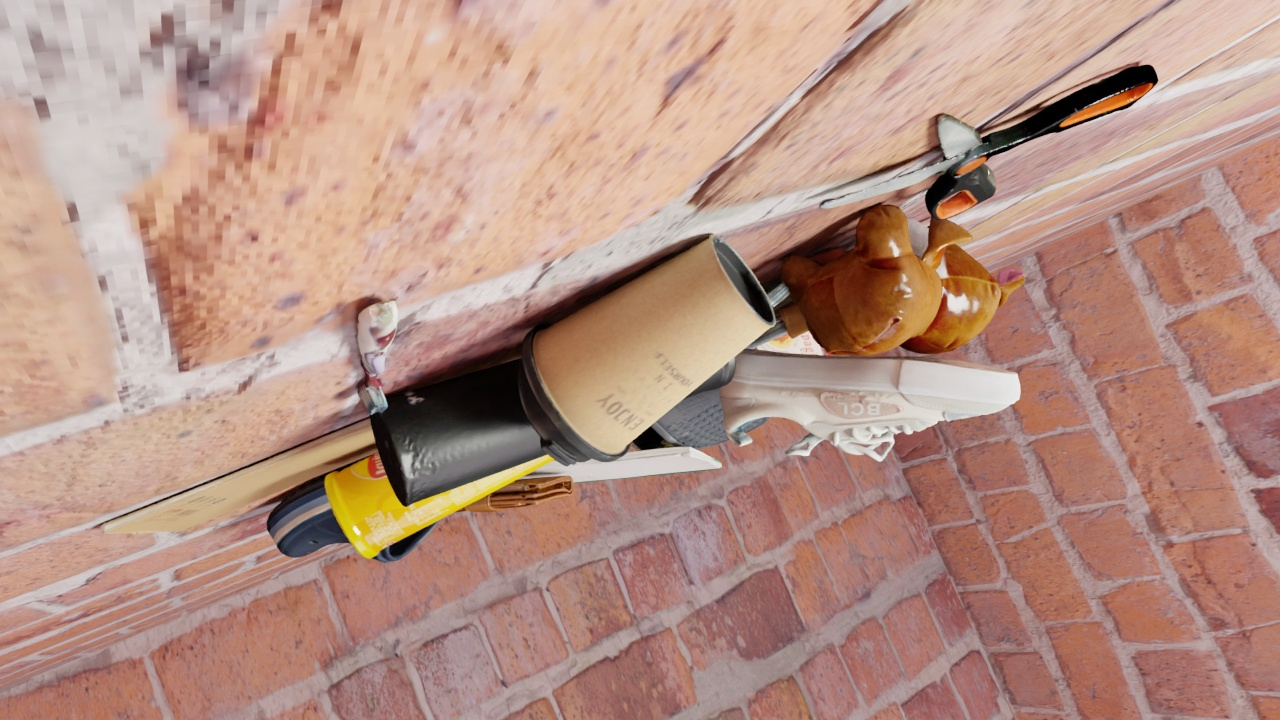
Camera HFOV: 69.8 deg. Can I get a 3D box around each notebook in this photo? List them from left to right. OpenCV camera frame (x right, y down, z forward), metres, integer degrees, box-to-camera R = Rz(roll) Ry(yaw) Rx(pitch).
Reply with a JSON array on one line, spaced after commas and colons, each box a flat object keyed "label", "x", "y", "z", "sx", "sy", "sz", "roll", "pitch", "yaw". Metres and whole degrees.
[{"label": "notebook", "x": -0.259, "y": 0.082, "z": 0.671, "sx": 0.207, "sy": 0.008, "sz": 0.148, "roll": -23, "pitch": 174, "yaw": -11}, {"label": "notebook", "x": -0.026, "y": 0.120, "z": 1.016, "sx": 0.209, "sy": 0.012, "sz": 0.150, "roll": -8, "pitch": 165, "yaw": 16}]

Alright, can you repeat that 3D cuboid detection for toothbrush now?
[{"label": "toothbrush", "x": -0.125, "y": 0.003, "z": 0.434, "sx": 0.016, "sy": 0.017, "sz": 0.188, "roll": -22, "pitch": 175, "yaw": -21}]

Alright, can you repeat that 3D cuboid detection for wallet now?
[{"label": "wallet", "x": -0.148, "y": 0.141, "z": 0.963, "sx": 0.132, "sy": 0.031, "sz": 0.107, "roll": -8, "pitch": 175, "yaw": 16}, {"label": "wallet", "x": 0.141, "y": -0.041, "z": 0.832, "sx": 0.130, "sy": 0.037, "sz": 0.106, "roll": -25, "pitch": 175, "yaw": 7}]

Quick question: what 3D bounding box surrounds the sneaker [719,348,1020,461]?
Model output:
[{"label": "sneaker", "x": 0.176, "y": 0.040, "z": 0.745, "sx": 0.243, "sy": 0.091, "sz": 0.089, "roll": 2, "pitch": -176, "yaw": 27}]

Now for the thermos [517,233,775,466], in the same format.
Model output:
[{"label": "thermos", "x": 0.002, "y": -0.007, "z": 0.526, "sx": 0.143, "sy": 0.093, "sz": 0.093, "roll": -33, "pitch": 171, "yaw": 21}]

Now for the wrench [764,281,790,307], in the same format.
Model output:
[{"label": "wrench", "x": 0.012, "y": 0.010, "z": 0.749, "sx": 0.274, "sy": 0.016, "sz": 0.056, "roll": -34, "pitch": -178, "yaw": 32}]

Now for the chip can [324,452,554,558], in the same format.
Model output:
[{"label": "chip can", "x": -0.128, "y": 0.071, "z": 0.703, "sx": 0.213, "sy": 0.072, "sz": 0.072, "roll": -27, "pitch": 175, "yaw": -7}]

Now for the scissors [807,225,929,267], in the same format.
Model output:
[{"label": "scissors", "x": 0.174, "y": -0.082, "z": 0.846, "sx": 0.222, "sy": 0.015, "sz": 0.190, "roll": -16, "pitch": 171, "yaw": -47}]

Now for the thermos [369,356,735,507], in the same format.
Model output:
[{"label": "thermos", "x": -0.056, "y": 0.026, "z": 0.624, "sx": 0.242, "sy": 0.068, "sz": 0.090, "roll": -17, "pitch": -177, "yaw": -26}]

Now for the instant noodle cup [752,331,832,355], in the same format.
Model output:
[{"label": "instant noodle cup", "x": 0.157, "y": 0.000, "z": 1.118, "sx": 0.124, "sy": 0.116, "sz": 0.117, "roll": -2, "pitch": 161, "yaw": -41}]

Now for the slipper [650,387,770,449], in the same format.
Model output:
[{"label": "slipper", "x": 0.048, "y": 0.015, "z": 0.892, "sx": 0.111, "sy": 0.083, "sz": 0.268, "roll": -21, "pitch": 152, "yaw": 19}]

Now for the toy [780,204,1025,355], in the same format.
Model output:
[{"label": "toy", "x": 0.206, "y": -0.058, "z": 0.722, "sx": 0.199, "sy": 0.130, "sz": 0.140, "roll": 8, "pitch": 157, "yaw": -36}]

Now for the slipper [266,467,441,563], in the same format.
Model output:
[{"label": "slipper", "x": -0.216, "y": 0.127, "z": 0.819, "sx": 0.253, "sy": 0.095, "sz": 0.105, "roll": -25, "pitch": 171, "yaw": 23}]

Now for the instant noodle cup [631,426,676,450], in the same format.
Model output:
[{"label": "instant noodle cup", "x": 0.044, "y": 0.037, "z": 1.032, "sx": 0.121, "sy": 0.111, "sz": 0.111, "roll": -35, "pitch": 170, "yaw": 26}]

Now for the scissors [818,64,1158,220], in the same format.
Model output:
[{"label": "scissors", "x": 0.210, "y": -0.129, "z": 0.557, "sx": 0.232, "sy": 0.021, "sz": 0.221, "roll": -25, "pitch": 169, "yaw": 6}]
